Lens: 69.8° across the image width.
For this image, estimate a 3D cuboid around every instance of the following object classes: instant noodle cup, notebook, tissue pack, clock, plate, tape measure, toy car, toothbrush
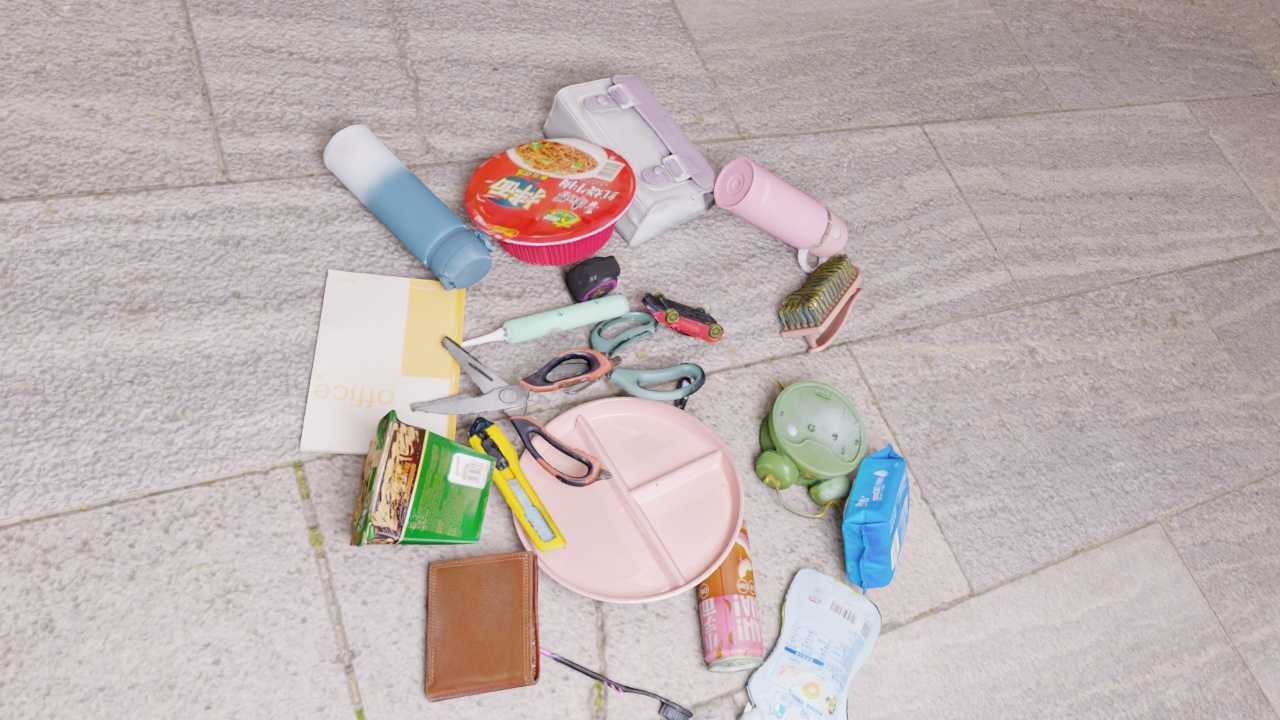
[{"bbox_3d":[-0.098,-0.172,1.038,0.194,0.066,0.193,-3,48,3],"label":"instant noodle cup"},{"bbox_3d":[-0.256,0.001,0.930,0.145,0.010,0.206,5,60,-11],"label":"notebook"},{"bbox_3d":[0.252,0.166,0.982,0.052,0.095,0.156,3,31,25],"label":"tissue pack"},{"bbox_3d":[0.188,0.100,1.027,0.116,0.056,0.160,20,56,-9],"label":"clock"},{"bbox_3d":[-0.013,0.136,0.911,0.229,0.028,0.229,2,53,-2],"label":"plate"},{"bbox_3d":[-0.054,-0.090,1.040,0.057,0.058,0.039,-22,77,-33],"label":"tape measure"},{"bbox_3d":[0.046,-0.049,1.055,0.106,0.031,0.049,19,21,-32],"label":"toy car"},{"bbox_3d":[-0.037,0.298,0.853,0.189,0.014,0.017,25,68,-5],"label":"toothbrush"},{"bbox_3d":[-0.116,-0.037,1.002,0.224,0.027,0.027,-16,70,-22],"label":"toothbrush"}]

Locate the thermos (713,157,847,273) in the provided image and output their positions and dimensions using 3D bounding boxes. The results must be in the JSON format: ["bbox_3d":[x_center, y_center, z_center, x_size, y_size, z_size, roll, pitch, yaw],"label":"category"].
[{"bbox_3d":[0.177,-0.174,1.141,0.198,0.067,0.087,21,86,-41],"label":"thermos"}]

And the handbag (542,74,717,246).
[{"bbox_3d":[-0.005,-0.256,1.137,0.144,0.099,0.197,-27,74,-37],"label":"handbag"}]

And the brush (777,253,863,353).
[{"bbox_3d":[0.234,-0.074,1.146,0.145,0.063,0.073,-46,114,-36],"label":"brush"}]

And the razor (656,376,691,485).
[{"bbox_3d":[0.037,0.074,1.004,0.042,0.022,0.142,25,56,-9],"label":"razor"}]

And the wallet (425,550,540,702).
[{"bbox_3d":[-0.141,0.235,0.819,0.101,0.032,0.124,-9,60,6],"label":"wallet"}]

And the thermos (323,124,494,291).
[{"bbox_3d":[-0.248,-0.164,0.988,0.220,0.070,0.070,43,55,15],"label":"thermos"}]

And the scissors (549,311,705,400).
[{"bbox_3d":[-0.005,0.007,0.993,0.179,0.019,0.172,29,44,22],"label":"scissors"}]

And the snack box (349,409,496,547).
[{"bbox_3d":[-0.193,0.117,0.828,0.105,0.118,0.118,14,75,-20],"label":"snack box"}]

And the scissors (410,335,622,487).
[{"bbox_3d":[-0.115,0.046,0.922,0.222,0.015,0.188,-11,66,-14],"label":"scissors"}]

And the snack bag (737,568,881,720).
[{"bbox_3d":[0.172,0.310,0.913,0.110,0.039,0.190,36,56,-5],"label":"snack bag"}]

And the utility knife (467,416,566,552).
[{"bbox_3d":[-0.118,0.117,0.873,0.033,0.015,0.154,-33,75,-11],"label":"utility knife"}]

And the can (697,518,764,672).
[{"bbox_3d":[0.086,0.230,0.912,0.058,0.058,0.147,5,60,-19],"label":"can"}]
